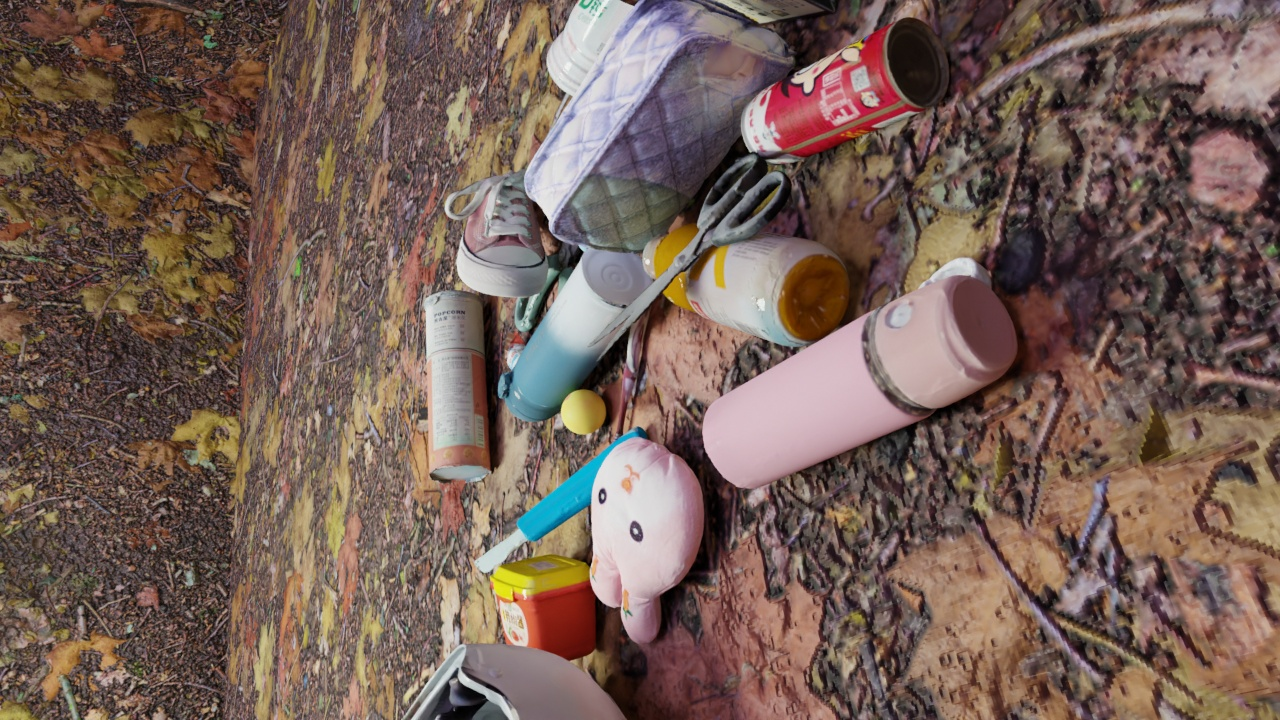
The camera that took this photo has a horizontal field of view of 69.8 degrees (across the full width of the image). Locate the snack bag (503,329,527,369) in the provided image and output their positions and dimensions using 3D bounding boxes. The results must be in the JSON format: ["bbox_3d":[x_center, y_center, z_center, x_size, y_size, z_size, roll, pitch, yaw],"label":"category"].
[{"bbox_3d":[-0.119,0.008,0.954,0.104,0.026,0.048,-130,43,-51],"label":"snack bag"}]

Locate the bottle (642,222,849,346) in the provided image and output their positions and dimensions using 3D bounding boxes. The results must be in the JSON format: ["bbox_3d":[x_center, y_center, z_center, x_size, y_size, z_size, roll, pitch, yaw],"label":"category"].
[{"bbox_3d":[0.062,-0.059,0.636,0.190,0.068,0.068,25,104,58],"label":"bottle"}]

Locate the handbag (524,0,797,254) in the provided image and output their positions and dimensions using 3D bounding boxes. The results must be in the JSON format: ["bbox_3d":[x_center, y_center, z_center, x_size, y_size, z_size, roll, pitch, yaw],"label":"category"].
[{"bbox_3d":[0.011,-0.168,0.664,0.194,0.134,0.075,-48,58,32],"label":"handbag"}]

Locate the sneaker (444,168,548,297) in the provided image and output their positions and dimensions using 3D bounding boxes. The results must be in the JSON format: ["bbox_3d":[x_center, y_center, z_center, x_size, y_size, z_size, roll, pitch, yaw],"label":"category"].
[{"bbox_3d":[-0.138,-0.147,0.931,0.240,0.118,0.088,-103,19,-56],"label":"sneaker"}]

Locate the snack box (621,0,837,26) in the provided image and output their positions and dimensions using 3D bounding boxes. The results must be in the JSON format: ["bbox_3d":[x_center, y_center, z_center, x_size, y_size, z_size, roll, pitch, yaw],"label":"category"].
[{"bbox_3d":[0.059,-0.273,0.649,0.126,0.113,0.053,22,101,57],"label":"snack box"}]

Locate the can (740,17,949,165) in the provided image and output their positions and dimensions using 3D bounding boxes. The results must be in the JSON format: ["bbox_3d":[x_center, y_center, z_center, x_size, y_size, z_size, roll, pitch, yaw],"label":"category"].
[{"bbox_3d":[0.123,-0.164,0.577,0.133,0.053,0.053,-9,75,57],"label":"can"}]

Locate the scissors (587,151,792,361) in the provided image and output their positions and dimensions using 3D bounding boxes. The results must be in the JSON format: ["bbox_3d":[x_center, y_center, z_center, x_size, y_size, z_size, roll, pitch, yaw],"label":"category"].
[{"bbox_3d":[0.031,-0.065,0.602,0.151,0.014,0.170,-4,54,51],"label":"scissors"}]

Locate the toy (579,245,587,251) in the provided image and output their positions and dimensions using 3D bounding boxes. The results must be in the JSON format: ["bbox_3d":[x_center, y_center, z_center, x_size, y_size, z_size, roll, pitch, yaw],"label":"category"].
[{"bbox_3d":[-0.032,-0.160,0.829,0.162,0.049,0.156,6,80,54],"label":"toy"}]

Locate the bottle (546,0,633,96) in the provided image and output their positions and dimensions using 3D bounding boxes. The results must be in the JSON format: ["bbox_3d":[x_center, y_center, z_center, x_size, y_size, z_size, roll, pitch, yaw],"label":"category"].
[{"bbox_3d":[-0.016,-0.319,0.819,0.197,0.068,0.068,-40,50,50],"label":"bottle"}]

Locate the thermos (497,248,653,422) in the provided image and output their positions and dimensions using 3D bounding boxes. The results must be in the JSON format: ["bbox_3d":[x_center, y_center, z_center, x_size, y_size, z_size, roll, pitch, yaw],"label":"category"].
[{"bbox_3d":[-0.064,-0.015,0.811,0.221,0.070,0.070,-49,43,49],"label":"thermos"}]

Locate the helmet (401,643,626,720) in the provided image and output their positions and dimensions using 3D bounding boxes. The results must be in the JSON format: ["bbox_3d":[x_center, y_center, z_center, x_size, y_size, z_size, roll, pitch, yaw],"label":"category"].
[{"bbox_3d":[-0.074,0.338,0.689,0.230,0.145,0.258,-56,49,37],"label":"helmet"}]

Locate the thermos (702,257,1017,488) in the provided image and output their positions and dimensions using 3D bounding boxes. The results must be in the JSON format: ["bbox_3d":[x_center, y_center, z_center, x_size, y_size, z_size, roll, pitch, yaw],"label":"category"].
[{"bbox_3d":[0.121,0.009,0.535,0.199,0.067,0.087,-37,26,49],"label":"thermos"}]

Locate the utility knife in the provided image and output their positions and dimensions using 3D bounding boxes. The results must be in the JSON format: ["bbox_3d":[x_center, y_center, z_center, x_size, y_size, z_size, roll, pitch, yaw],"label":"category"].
[{"bbox_3d":[-0.071,0.126,0.786,0.205,0.018,0.034,-38,56,19],"label":"utility knife"}]

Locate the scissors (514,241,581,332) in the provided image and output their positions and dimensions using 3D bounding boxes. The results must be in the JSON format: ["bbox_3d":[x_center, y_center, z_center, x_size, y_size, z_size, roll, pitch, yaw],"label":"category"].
[{"bbox_3d":[-0.080,-0.064,0.917,0.175,0.019,0.175,-52,41,37],"label":"scissors"}]

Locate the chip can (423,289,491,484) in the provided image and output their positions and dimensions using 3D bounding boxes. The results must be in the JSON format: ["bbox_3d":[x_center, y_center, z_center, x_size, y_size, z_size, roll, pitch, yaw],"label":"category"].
[{"bbox_3d":[-0.211,0.030,1.055,0.071,0.071,0.214,-36,54,49],"label":"chip can"}]

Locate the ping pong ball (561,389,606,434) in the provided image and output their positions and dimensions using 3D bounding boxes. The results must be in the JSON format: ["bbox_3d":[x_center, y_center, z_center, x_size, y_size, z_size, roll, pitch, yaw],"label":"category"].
[{"bbox_3d":[-0.051,0.046,0.820,0.040,0.040,0.040,-21,65,55],"label":"ping pong ball"}]

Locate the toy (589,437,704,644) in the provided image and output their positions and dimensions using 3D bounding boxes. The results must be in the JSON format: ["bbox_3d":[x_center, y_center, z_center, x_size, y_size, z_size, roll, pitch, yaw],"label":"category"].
[{"bbox_3d":[0.000,0.139,0.709,0.121,0.054,0.160,35,120,50],"label":"toy"}]

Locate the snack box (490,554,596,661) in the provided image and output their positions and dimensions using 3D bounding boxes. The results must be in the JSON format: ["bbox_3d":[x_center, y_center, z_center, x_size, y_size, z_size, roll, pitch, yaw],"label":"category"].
[{"bbox_3d":[-0.080,0.217,0.798,0.091,0.081,0.080,-7,90,59],"label":"snack box"}]

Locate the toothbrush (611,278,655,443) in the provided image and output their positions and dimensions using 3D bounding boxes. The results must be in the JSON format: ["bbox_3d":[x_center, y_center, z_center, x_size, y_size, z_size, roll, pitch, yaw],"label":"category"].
[{"bbox_3d":[-0.005,0.005,0.780,0.017,0.016,0.187,15,96,51],"label":"toothbrush"}]
